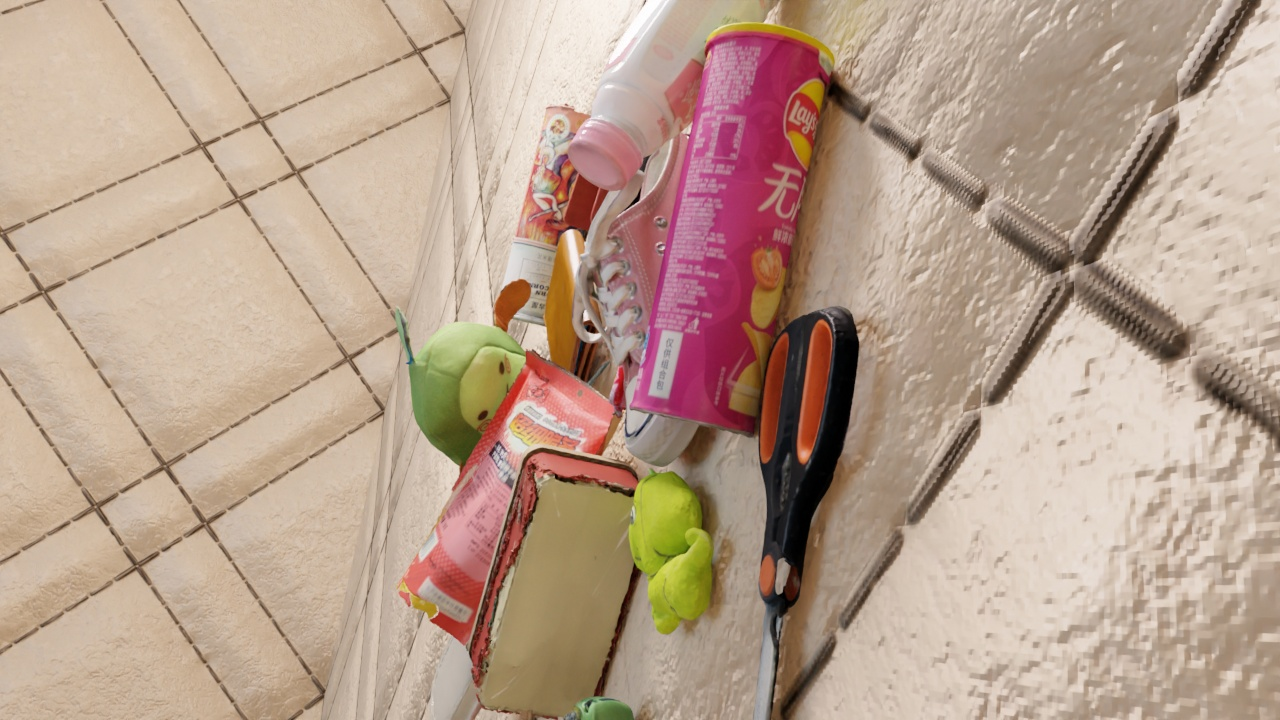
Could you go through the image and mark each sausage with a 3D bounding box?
[{"bbox_3d":[0.003,-0.031,0.655,0.020,0.020,0.155,-29,43,65],"label":"sausage"}]

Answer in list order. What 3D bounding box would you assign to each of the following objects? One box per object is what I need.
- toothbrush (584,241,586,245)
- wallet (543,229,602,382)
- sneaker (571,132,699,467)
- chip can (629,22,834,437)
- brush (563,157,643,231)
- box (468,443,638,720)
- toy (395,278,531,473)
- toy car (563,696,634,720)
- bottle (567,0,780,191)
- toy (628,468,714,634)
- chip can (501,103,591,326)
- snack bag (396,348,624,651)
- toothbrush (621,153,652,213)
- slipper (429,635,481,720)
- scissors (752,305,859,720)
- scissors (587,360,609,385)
[{"bbox_3d":[-0.036,-0.070,0.811,0.191,0.018,0.016,-116,44,-59],"label":"toothbrush"},{"bbox_3d":[-0.064,-0.032,0.821,0.130,0.035,0.119,-105,21,-45],"label":"wallet"},{"bbox_3d":[0.001,-0.051,0.595,0.119,0.087,0.240,140,141,-59],"label":"sneaker"},{"bbox_3d":[0.049,-0.068,0.500,0.071,0.071,0.210,-174,97,-70],"label":"chip can"},{"bbox_3d":[-0.012,-0.172,0.750,0.069,0.063,0.146,-119,47,-79],"label":"brush"},{"bbox_3d":[-0.055,0.151,0.612,0.079,0.091,0.168,-137,63,-71],"label":"box"},{"bbox_3d":[-0.130,0.038,0.804,0.246,0.090,0.226,46,-130,-66],"label":"toy"},{"bbox_3d":[-0.019,0.239,0.524,0.036,0.043,0.091,-30,56,44],"label":"toy car"},{"bbox_3d":[0.024,-0.188,0.552,0.196,0.068,0.068,-57,13,-19],"label":"bottle"},{"bbox_3d":[0.017,0.106,0.532,0.097,0.031,0.100,130,143,-52],"label":"toy"},{"bbox_3d":[-0.087,-0.142,0.921,0.071,0.071,0.214,-166,90,-71],"label":"chip can"},{"bbox_3d":[-0.100,0.101,0.691,0.129,0.073,0.208,33,91,47],"label":"snack bag"},{"bbox_3d":[0.017,-0.174,0.692,0.018,0.015,0.180,135,156,-64],"label":"toothbrush"},{"bbox_3d":[-0.095,0.188,0.744,0.274,0.054,0.114,-63,26,9],"label":"slipper"},{"bbox_3d":[0.066,0.088,0.436,0.136,0.021,0.235,-122,44,-74],"label":"scissors"},{"bbox_3d":[-0.066,0.053,0.772,0.133,0.017,0.125,-51,-12,3],"label":"scissors"}]
